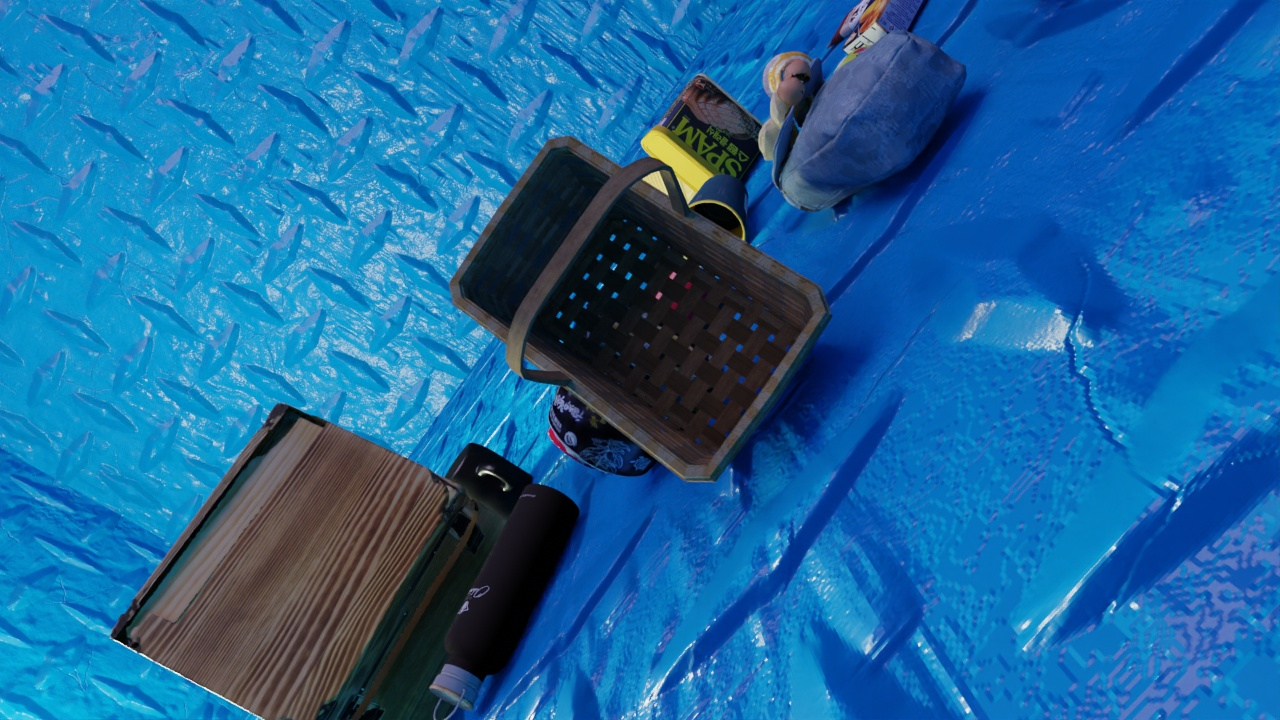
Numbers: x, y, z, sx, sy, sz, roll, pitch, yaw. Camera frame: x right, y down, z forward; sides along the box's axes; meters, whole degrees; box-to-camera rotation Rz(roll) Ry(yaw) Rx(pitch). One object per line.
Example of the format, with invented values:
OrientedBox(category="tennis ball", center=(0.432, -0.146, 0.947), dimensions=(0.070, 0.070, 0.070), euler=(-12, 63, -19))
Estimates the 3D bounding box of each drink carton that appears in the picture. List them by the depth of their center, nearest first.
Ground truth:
OrientedBox(category="drink carton", center=(0.269, -0.375, 0.967), dimensions=(0.129, 0.040, 0.064), euler=(-60, 14, -19))

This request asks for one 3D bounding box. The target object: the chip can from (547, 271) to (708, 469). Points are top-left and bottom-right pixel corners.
OrientedBox(category="chip can", center=(-0.006, 0.005, 0.941), dimensions=(0.221, 0.069, 0.069), euler=(-54, 13, 7))

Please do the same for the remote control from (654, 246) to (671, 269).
OrientedBox(category="remote control", center=(0.055, -0.172, 1.289), dimensions=(0.136, 0.015, 0.032), euler=(-51, 13, 9))

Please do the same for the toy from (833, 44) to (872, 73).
OrientedBox(category="toy", center=(0.219, -0.274, 0.885), dimensions=(0.092, 0.046, 0.115), euler=(-56, 20, -17))

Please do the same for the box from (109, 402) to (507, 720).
OrientedBox(category="box", center=(-0.316, 0.231, 0.940), dimensions=(0.283, 0.315, 0.278), euler=(-20, 35, 55))

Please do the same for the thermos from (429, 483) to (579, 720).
OrientedBox(category="thermos", center=(-0.132, 0.227, 0.857), dimensions=(0.061, 0.061, 0.230), euler=(-36, 23, 55))

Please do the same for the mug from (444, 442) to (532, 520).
OrientedBox(category="mug", center=(-0.197, 0.158, 1.193), dimensions=(0.122, 0.094, 0.085), euler=(-33, 25, 59))

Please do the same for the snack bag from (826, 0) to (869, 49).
OrientedBox(category="snack bag", center=(0.284, -0.441, 1.138), dimensions=(0.057, 0.013, 0.158), euler=(-61, 14, -16))

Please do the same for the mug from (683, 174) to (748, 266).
OrientedBox(category="mug", center=(0.087, -0.163, 1.032), dimensions=(0.078, 0.078, 0.121), euler=(-47, 10, 31))

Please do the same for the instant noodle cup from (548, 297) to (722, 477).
OrientedBox(category="instant noodle cup", center=(-0.010, 0.028, 0.795), dimensions=(0.112, 0.137, 0.137), euler=(-59, 10, 22))

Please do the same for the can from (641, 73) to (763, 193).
OrientedBox(category="can", center=(0.088, -0.286, 1.191), dimensions=(0.104, 0.135, 0.075), euler=(-55, 12, -12))

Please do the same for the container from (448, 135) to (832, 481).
OrientedBox(category="container", center=(-0.010, -0.043, 0.617), dimensions=(0.157, 0.250, 0.186), euler=(-55, -24, 1))

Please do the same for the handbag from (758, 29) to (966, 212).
OrientedBox(category="handbag", center=(0.160, -0.195, 0.736), dimensions=(0.121, 0.118, 0.192), euler=(-56, 7, -4))

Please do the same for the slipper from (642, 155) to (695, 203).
OrientedBox(category="slipper", center=(0.062, -0.288, 1.357), dimensions=(0.264, 0.099, 0.078), euler=(-42, 12, 53))

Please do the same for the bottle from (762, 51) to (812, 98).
OrientedBox(category="bottle", center=(0.187, -0.361, 1.176), dimensions=(0.063, 0.063, 0.108), euler=(-53, 14, 11))
